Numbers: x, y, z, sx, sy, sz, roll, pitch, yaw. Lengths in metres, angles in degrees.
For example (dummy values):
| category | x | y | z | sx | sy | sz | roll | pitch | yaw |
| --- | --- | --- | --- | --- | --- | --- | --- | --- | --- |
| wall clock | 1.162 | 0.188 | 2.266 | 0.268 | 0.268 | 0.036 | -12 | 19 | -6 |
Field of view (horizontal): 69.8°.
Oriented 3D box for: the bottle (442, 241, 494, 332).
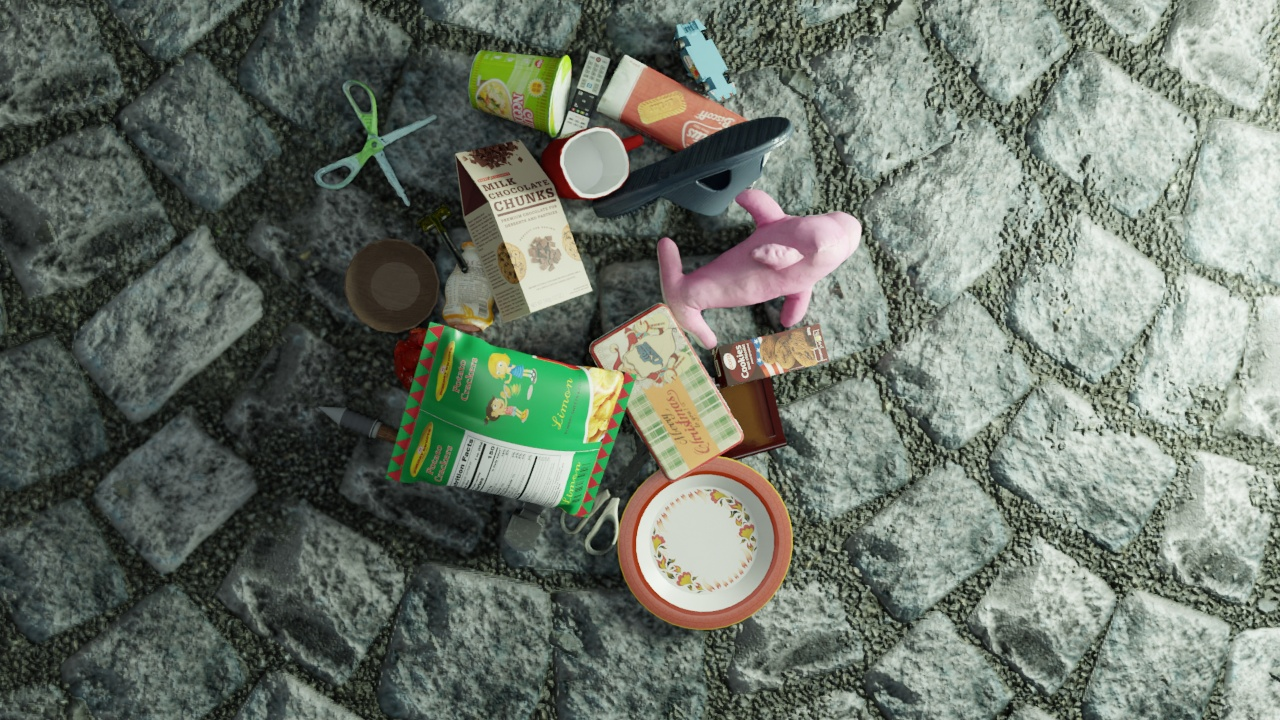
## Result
| category | x | y | z | sx | sy | sz | roll | pitch | yaw |
| --- | --- | --- | --- | --- | --- | --- | --- | --- | --- |
| bottle | -0.211 | -0.092 | 1.144 | 0.063 | 0.063 | 0.108 | 6 | 79 | -4 |

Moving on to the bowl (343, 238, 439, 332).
| category | x | y | z | sx | sy | sz | roll | pitch | yaw |
| --- | --- | --- | --- | --- | --- | --- | --- | --- | --- |
| bowl | -0.310 | -0.093 | 1.153 | 0.118 | 0.030 | 0.118 | 0 | 93 | -4 |

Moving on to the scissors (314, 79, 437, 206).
| category | x | y | z | sx | sy | sz | roll | pitch | yaw |
| --- | --- | --- | --- | --- | --- | --- | --- | --- | --- |
| scissors | -0.333 | -0.269 | 1.151 | 0.172 | 0.021 | 0.171 | -26 | 92 | -6 |

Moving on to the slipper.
| category | x | y | z | sx | sy | sz | roll | pitch | yaw |
| --- | --- | --- | --- | --- | --- | --- | --- | --- | --- |
| slipper | 0.069 | -0.211 | 1.117 | 0.264 | 0.101 | 0.082 | -18 | 118 | 21 |

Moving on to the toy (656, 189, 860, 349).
| category | x | y | z | sx | sy | sz | roll | pitch | yaw |
| --- | --- | --- | --- | --- | --- | --- | --- | --- | --- |
| toy | 0.153 | -0.119 | 1.135 | 0.266 | 0.127 | 0.187 | -22 | 98 | 4 |

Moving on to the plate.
| category | x | y | z | sx | sy | sz | roll | pitch | yaw |
| --- | --- | --- | --- | --- | --- | --- | --- | --- | --- |
| plate | 0.084 | 0.238 | 1.202 | 0.230 | 0.021 | 0.230 | 0 | 93 | -4 |

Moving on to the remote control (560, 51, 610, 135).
| category | x | y | z | sx | sy | sz | roll | pitch | yaw |
| --- | --- | --- | --- | --- | --- | --- | --- | --- | --- |
| remote control | -0.072 | -0.327 | 1.163 | 0.028 | 0.012 | 0.124 | 19 | 92 | -5 |

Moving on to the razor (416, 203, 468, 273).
| category | x | y | z | sx | sy | sz | roll | pitch | yaw |
| --- | --- | --- | --- | --- | --- | --- | --- | --- | --- |
| razor | -0.237 | -0.146 | 1.133 | 0.042 | 0.026 | 0.106 | -33 | 61 | -3 |

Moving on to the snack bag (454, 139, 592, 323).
| category | x | y | z | sx | sy | sz | roll | pitch | yaw |
| --- | --- | --- | --- | --- | --- | --- | --- | --- | --- |
| snack bag | -0.149 | -0.162 | 1.119 | 0.094 | 0.070 | 0.206 | -24 | 96 | -37 |

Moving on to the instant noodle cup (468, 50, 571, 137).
| category | x | y | z | sx | sy | sz | roll | pitch | yaw |
| --- | --- | --- | --- | --- | --- | --- | --- | --- | --- |
| instant noodle cup | -0.149 | -0.333 | 1.122 | 0.108 | 0.099 | 0.099 | 12 | 92 | 3 |

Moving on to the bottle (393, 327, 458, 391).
| category | x | y | z | sx | sy | sz | roll | pitch | yaw |
| --- | --- | --- | --- | --- | --- | --- | --- | --- | --- |
| bottle | -0.246 | 0.011 | 1.134 | 0.111 | 0.099 | 0.099 | 33 | 91 | 36 |

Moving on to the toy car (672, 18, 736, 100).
| category | x | y | z | sx | sy | sz | roll | pitch | yaw |
| --- | --- | --- | --- | --- | --- | --- | --- | --- | --- |
| toy car | 0.077 | -0.373 | 1.157 | 0.060 | 0.028 | 0.108 | -31 | 94 | -36 |

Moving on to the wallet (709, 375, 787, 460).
| category | x | y | z | sx | sy | sz | roll | pitch | yaw |
| --- | --- | --- | --- | --- | --- | --- | --- | --- | --- |
| wallet | 0.135 | 0.069 | 1.199 | 0.091 | 0.018 | 0.115 | -15 | 96 | -3 |

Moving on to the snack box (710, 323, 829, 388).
| category | x | y | z | sx | sy | sz | roll | pitch | yaw |
| --- | --- | --- | --- | --- | --- | --- | --- | --- | --- |
| snack box | 0.165 | -0.006 | 1.172 | 0.140 | 0.032 | 0.051 | -13 | 86 | -14 |

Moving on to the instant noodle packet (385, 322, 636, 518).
| category | x | y | z | sx | sy | sz | roll | pitch | yaw |
| --- | --- | --- | --- | --- | --- | --- | --- | --- | --- |
| instant noodle packet | -0.151 | 0.077 | 1.087 | 0.252 | 0.090 | 0.196 | 15 | 104 | -19 |

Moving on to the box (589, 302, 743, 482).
| category | x | y | z | sx | sy | sz | roll | pitch | yaw |
| --- | --- | --- | --- | --- | --- | --- | --- | --- | --- |
| box | 0.032 | 0.039 | 1.145 | 0.117 | 0.050 | 0.205 | -30 | 96 | -1 |

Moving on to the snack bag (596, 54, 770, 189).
| category | x | y | z | sx | sy | sz | roll | pitch | yaw |
| --- | --- | --- | --- | --- | --- | --- | --- | --- | --- |
| snack bag | 0.060 | -0.299 | 1.161 | 0.225 | 0.041 | 0.077 | 27 | 90 | -4 |

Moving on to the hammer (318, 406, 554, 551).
| category | x | y | z | sx | sy | sz | roll | pitch | yaw |
| --- | --- | --- | --- | --- | --- | --- | --- | --- | --- |
| hammer | -0.255 | 0.120 | 1.168 | 0.322 | 0.043 | 0.156 | 22 | 92 | -2 |

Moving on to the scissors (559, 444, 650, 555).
| category | x | y | z | sx | sy | sz | roll | pitch | yaw |
| --- | --- | --- | --- | --- | --- | --- | --- | --- | --- |
| scissors | -0.028 | 0.180 | 1.181 | 0.170 | 0.012 | 0.132 | -23 | 81 | 9 |

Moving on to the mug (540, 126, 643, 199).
| category | x | y | z | sx | sy | sz | roll | pitch | yaw |
| --- | --- | --- | --- | --- | --- | --- | --- | --- | --- |
| mug | -0.055 | -0.246 | 1.120 | 0.116 | 0.096 | 0.080 | -27 | 107 | -13 |
